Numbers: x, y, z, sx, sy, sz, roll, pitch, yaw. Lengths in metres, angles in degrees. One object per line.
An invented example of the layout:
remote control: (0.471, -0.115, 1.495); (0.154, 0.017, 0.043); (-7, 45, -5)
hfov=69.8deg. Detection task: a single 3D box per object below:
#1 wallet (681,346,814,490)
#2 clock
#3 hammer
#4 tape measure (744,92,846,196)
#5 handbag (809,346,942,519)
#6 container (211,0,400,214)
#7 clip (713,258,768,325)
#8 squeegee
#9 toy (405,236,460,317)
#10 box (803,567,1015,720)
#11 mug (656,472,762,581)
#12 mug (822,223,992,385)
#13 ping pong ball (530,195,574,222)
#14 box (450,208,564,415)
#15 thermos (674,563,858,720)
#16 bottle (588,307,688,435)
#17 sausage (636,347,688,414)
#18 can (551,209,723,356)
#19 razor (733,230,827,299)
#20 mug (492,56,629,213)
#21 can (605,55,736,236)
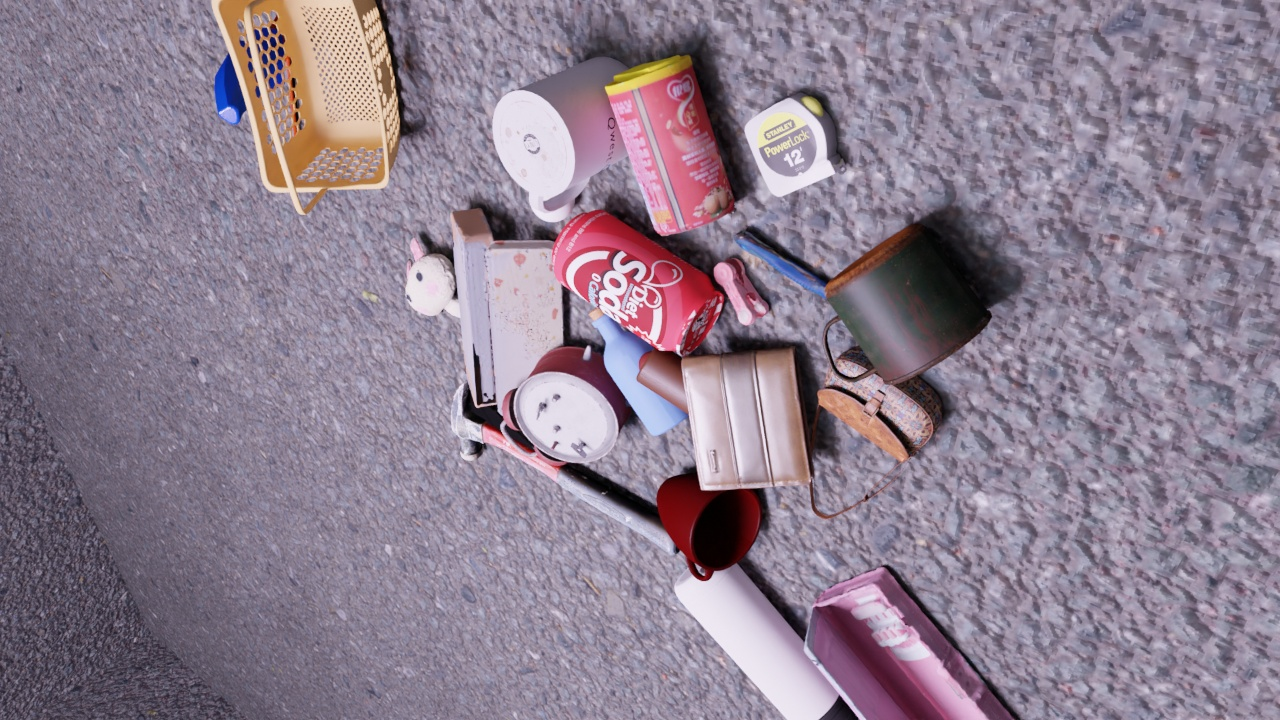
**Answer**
wallet: (0.091, 0.051, 0.778); (0.099, 0.026, 0.121); (-6, 101, 17)
clock: (-0.083, 0.057, 0.927); (0.157, 0.061, 0.110); (-32, 108, 35)
hammer: (-0.089, 0.121, 1.033); (0.326, 0.036, 0.141); (26, 135, 26)
tape measure: (0.111, -0.155, 0.661); (0.064, 0.016, 0.065); (-16, 107, 47)
handbag: (0.172, 0.078, 0.763); (0.093, 0.043, 0.196); (37, 141, 19)
container: (-0.299, -0.245, 0.837); (0.129, 0.166, 0.184); (0, 124, 5)
clip: (0.086, -0.058, 0.756); (0.023, 0.044, 0.060); (-33, 66, 46)
squeegee: (-0.381, -0.287, 0.903); (0.055, 0.184, 0.250); (5, 133, -9)
toy: (-0.224, -0.080, 1.003); (0.112, 0.050, 0.087); (53, 140, 5)
box: (0.241, 0.313, 0.817); (0.232, 0.106, 0.100); (50, 139, 0)
mug: (0.055, 0.158, 0.891); (0.088, 0.087, 0.114); (25, 117, 52)
mug: (0.171, -0.033, 0.637); (0.111, 0.084, 0.081); (-36, 91, 26)
ping pong ball: (-0.079, -0.145, 0.824); (0.040, 0.040, 0.040); (24, 132, 29)
box: (-0.134, -0.046, 0.950); (0.114, 0.095, 0.218); (-124, 28, -45)
thermos: (0.126, 0.303, 0.949); (0.230, 0.068, 0.101); (49, 148, 2)
bottle: (-0.005, 0.005, 0.860); (0.048, 0.047, 0.131); (-28, 98, 49)
sausage: (0.065, 0.039, 0.815); (0.155, 0.040, 0.040); (33, 137, 4)
can: (-0.005, -0.068, 0.786); (0.142, 0.074, 0.075); (34, 137, 19)
razor: (0.130, -0.060, 0.712); (0.141, 0.018, 0.044); (40, 174, 16)
mug: (-0.057, -0.174, 0.740); (0.083, 0.096, 0.120); (36, 137, 17)
can: (0.024, -0.163, 0.697); (0.067, 0.066, 0.124); (-1, 118, 43)
